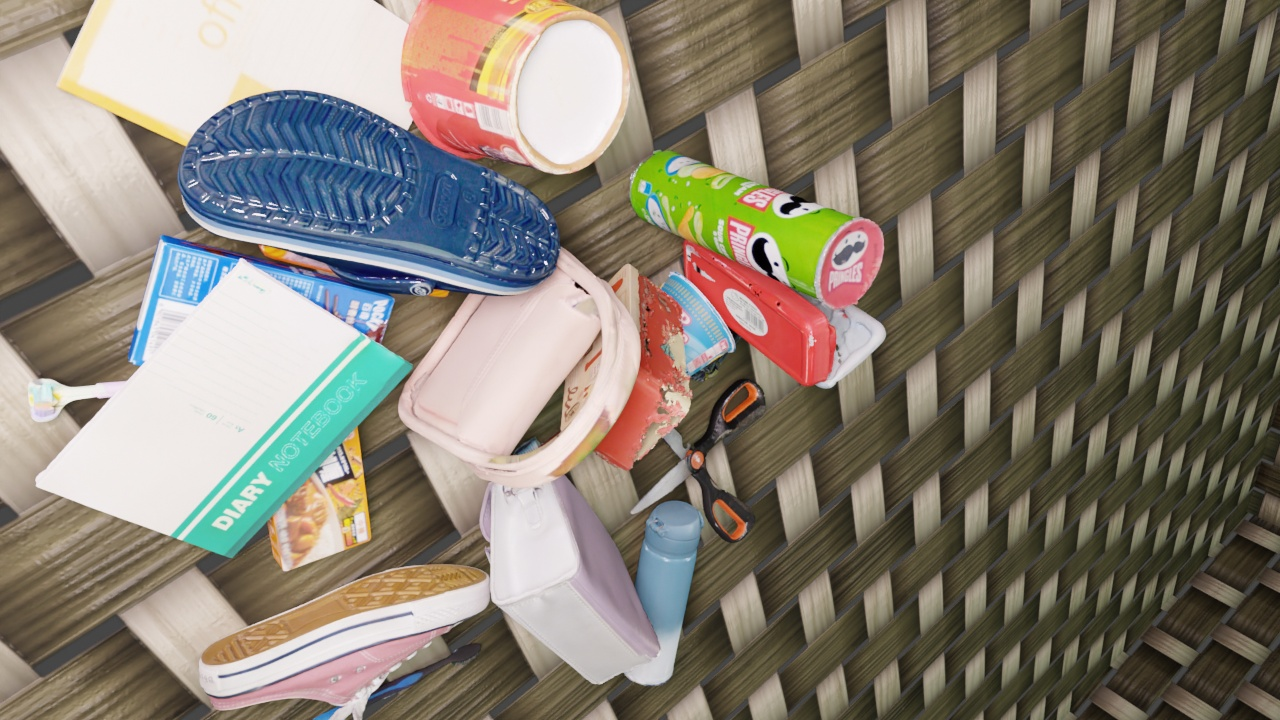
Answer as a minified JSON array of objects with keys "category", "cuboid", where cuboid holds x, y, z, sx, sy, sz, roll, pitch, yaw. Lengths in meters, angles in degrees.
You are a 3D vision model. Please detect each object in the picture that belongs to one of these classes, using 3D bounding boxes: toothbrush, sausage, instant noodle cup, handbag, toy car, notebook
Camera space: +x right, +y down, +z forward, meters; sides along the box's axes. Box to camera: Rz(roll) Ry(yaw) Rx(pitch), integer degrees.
[{"category":"toothbrush","cuboid":[-0.048,0.044,0.893,0.187,0.016,0.017,-36,123,-20]},{"category":"sausage","cuboid":[-0.208,-0.071,0.683,0.165,0.021,0.021,13,104,-44]},{"category":"toothbrush","cuboid":[-0.238,0.316,0.883,0.189,0.014,0.016,-18,147,-33]},{"category":"instant noodle cup","cuboid":[-0.082,-0.196,0.649,0.137,0.109,0.138,-28,133,-35]},{"category":"handbag","cuboid":[-0.069,0.201,0.871,0.098,0.144,0.197,-22,136,8]},{"category":"instant noodle cup","cuboid":[0.018,-0.012,0.868,0.110,0.099,0.099,-39,134,-8]},{"category":"toothbrush","cuboid":[-0.314,0.017,0.641,0.189,0.020,0.029,-7,114,-39]},{"category":"toy car","cuboid":[0.078,-0.027,0.950,0.105,0.031,0.049,-52,137,-4]},{"category":"notebook","cuboid":[-0.283,0.043,0.641,0.209,0.012,0.150,-45,133,7]},{"category":"notebook","cuboid":[-0.238,-0.192,0.596,0.206,0.010,0.146,25,96,-46]},{"category":"handbag","cuboid":[-0.078,0.009,0.688,0.093,0.234,0.193,35,86,-29]}]

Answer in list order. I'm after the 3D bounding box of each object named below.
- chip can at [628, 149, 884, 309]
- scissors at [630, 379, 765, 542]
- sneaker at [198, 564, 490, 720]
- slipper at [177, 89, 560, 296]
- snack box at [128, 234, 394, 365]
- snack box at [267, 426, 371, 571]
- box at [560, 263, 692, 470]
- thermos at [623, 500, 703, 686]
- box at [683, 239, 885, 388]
[{"category":"chip can","cuboid":[0.087,-0.114,0.760,0.072,0.236,0.072,-20,124,-32]},{"category":"scissors","cuboid":[0.073,0.104,0.984,0.220,0.022,0.233,-54,126,-27]},{"category":"sneaker","cuboid":[-0.238,0.245,0.778,0.240,0.118,0.088,-16,105,-28]},{"category":"slipper","cuboid":[-0.179,-0.102,0.631,0.252,0.095,0.105,11,63,-29]},{"category":"snack box","cuboid":[-0.261,-0.025,0.641,0.157,0.026,0.084,13,102,-35]},{"category":"snack box","cuboid":[-0.260,0.089,0.725,0.075,0.026,0.154,-18,124,-34]},{"category":"box","cuboid":[-0.005,0.005,0.737,0.077,0.168,0.091,35,116,-21]},{"category":"thermos","cuboid":[0.025,0.265,1.045,0.070,0.070,0.221,-8,118,-38]},{"category":"box","cuboid":[0.132,-0.058,0.854,0.100,0.201,0.095,-24,130,-21]}]
